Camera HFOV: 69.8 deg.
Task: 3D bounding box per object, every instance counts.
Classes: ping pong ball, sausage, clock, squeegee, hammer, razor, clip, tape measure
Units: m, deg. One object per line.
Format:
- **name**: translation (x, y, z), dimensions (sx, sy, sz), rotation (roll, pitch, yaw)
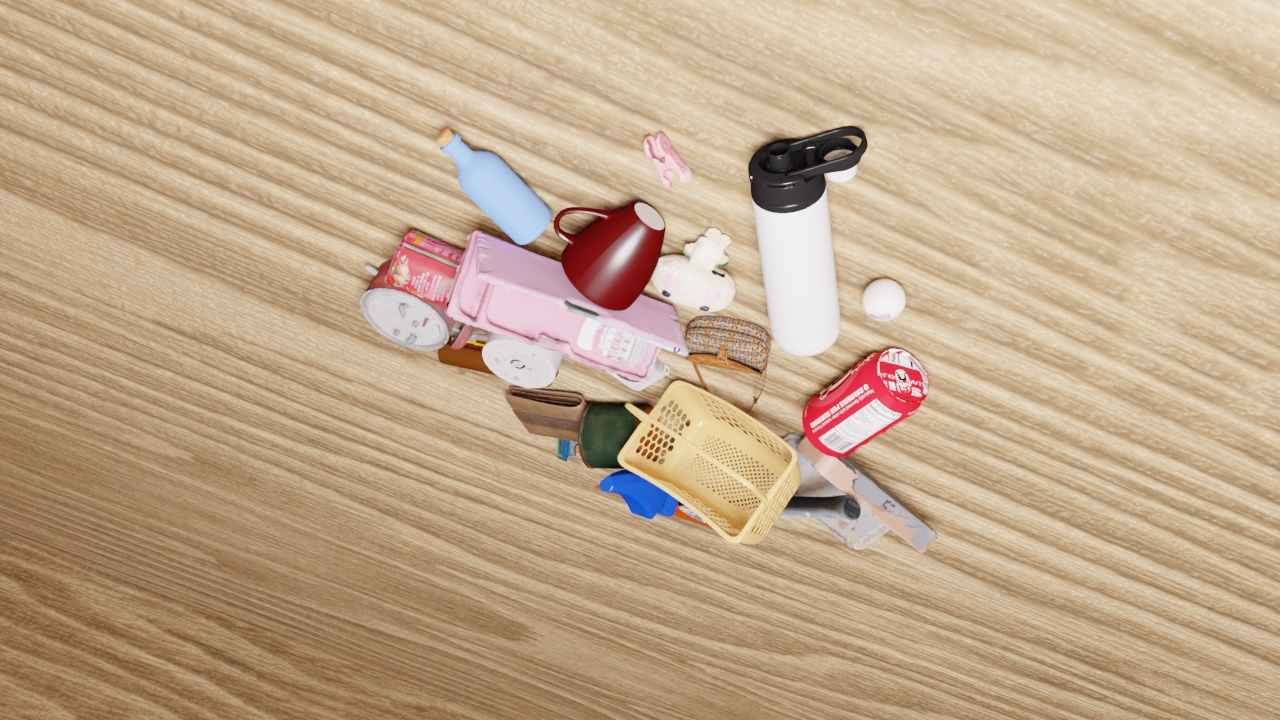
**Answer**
- **ping pong ball**: translation (0.231, -0.057, 0.872), dimensions (0.040, 0.040, 0.040), rotation (12, 144, 9)
- **sausage**: translation (-0.176, -0.001, 1.135), dimensions (0.156, 0.040, 0.040), rotation (12, 145, 9)
- **clock**: translation (-0.251, -0.054, 1.075), dimensions (0.157, 0.061, 0.110), rotation (15, 144, 5)
- **squeegee**: translation (0.006, 0.168, 1.148), dimensions (0.250, 0.055, 0.184), rotation (14, 172, 33)
- **hammer**: translation (0.139, 0.181, 1.173), dimensions (0.140, 0.036, 0.327), rotation (32, 157, -29)
- **razor**: translation (-0.046, 0.130, 1.270), dimensions (0.141, 0.018, 0.044), rotation (11, 125, 6)
- **clip**: translation (0.027, -0.178, 0.819), dimensions (0.044, 0.023, 0.060), rotation (4, 144, 12)
- **tape measure**: translation (-0.007, 0.006, 1.085), dimensions (0.065, 0.016, 0.064), rotation (34, 142, -21)

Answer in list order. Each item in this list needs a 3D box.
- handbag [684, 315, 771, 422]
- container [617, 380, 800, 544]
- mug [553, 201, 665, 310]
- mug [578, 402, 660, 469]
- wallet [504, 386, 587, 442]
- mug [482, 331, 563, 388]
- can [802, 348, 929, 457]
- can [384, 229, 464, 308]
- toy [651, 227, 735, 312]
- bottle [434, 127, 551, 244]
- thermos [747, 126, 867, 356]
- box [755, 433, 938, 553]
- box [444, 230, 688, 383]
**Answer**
- **handbag**: translation (0.099, 0.025, 1.049), dimensions (0.093, 0.043, 0.196), rotation (11, 148, 14)
- **container**: translation (0.078, 0.111, 1.040), dimensions (0.183, 0.129, 0.167), rotation (32, 174, 32)
- **mug**: translation (-0.028, -0.115, 0.880), dimensions (0.114, 0.087, 0.089), rotation (30, 126, -20)
- **mug**: translation (-0.020, 0.101, 1.168), dimensions (0.081, 0.084, 0.111), rotation (0, 157, 22)
- **wallet**: translation (-0.112, 0.075, 1.213), dimensions (0.121, 0.026, 0.099), rotation (6, 145, 25)
- **mug**: translation (-0.120, -0.022, 1.028), dimensions (0.083, 0.096, 0.120), rotation (14, 145, 6)
- **can**: translation (0.237, 0.048, 0.982), dimensions (0.074, 0.074, 0.143), rotation (27, 144, -11)
- **can**: translation (-0.208, -0.090, 1.002), dimensions (0.124, 0.066, 0.067), rotation (23, 145, -7)
- **toy**: translation (0.054, -0.081, 0.918), dimensions (0.087, 0.050, 0.113), rotation (21, 151, -5)
- **bottle**: translation (-0.145, -0.171, 0.882), dimensions (0.048, 0.047, 0.131), rotation (-16, 132, 39)
- **thermos**: translation (0.157, -0.101, 0.830), dimensions (0.101, 0.068, 0.230), rotation (-6, 139, 11)
- **box**: translation (0.253, 0.177, 1.137), dimensions (0.217, 0.096, 0.115), rotation (37, -176, -25)
- **box**: translation (-0.066, -0.048, 0.911), dimensions (0.232, 0.099, 0.107), rotation (21, -178, -23)
